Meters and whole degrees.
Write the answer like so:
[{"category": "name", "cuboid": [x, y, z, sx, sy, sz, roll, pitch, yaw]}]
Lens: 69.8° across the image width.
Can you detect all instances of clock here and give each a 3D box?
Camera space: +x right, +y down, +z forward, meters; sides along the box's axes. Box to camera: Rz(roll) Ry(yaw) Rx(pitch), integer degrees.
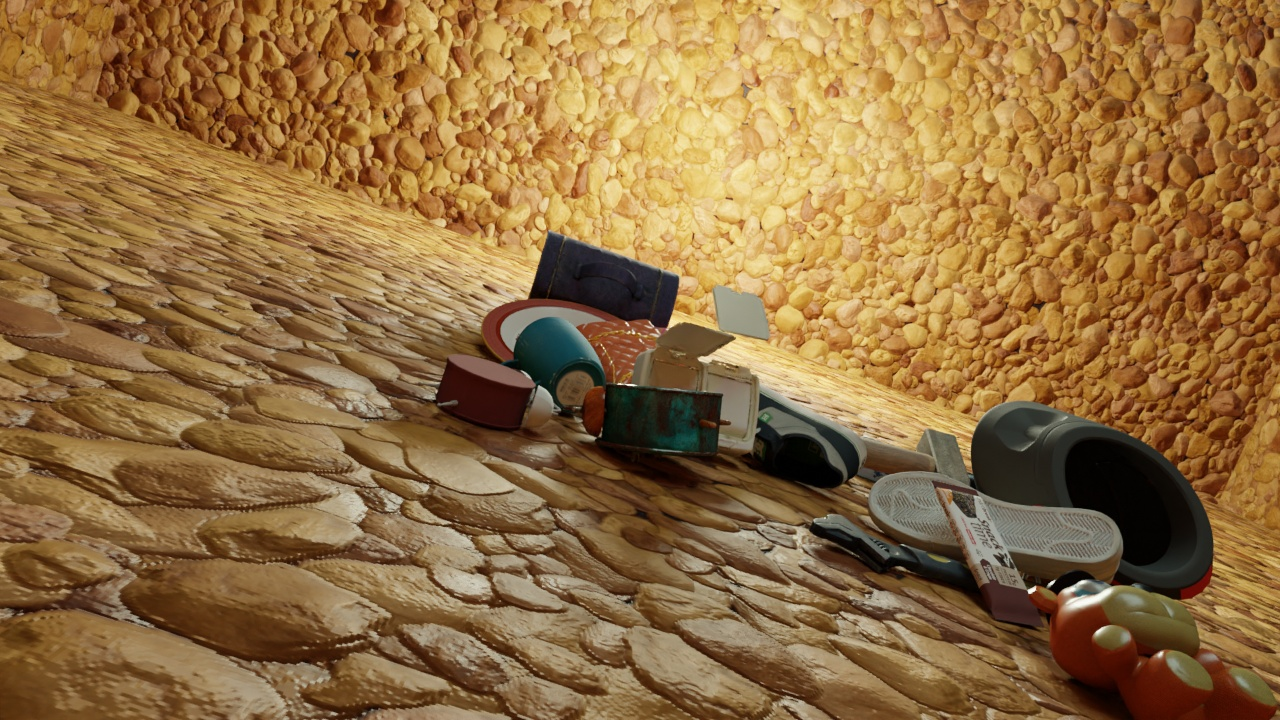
[{"category": "clock", "cuboid": [-0.133, 0.031, 0.844, 0.124, 0.044, 0.087, 15, 9, -32]}, {"category": "clock", "cuboid": [0.001, 0.060, 0.887, 0.158, 0.073, 0.121, 6, -1, 14]}]

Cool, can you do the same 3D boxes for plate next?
[{"category": "plate", "cuboid": [-0.093, -0.017, 1.187, 0.229, 0.021, 0.229, 12, 28, -7]}]

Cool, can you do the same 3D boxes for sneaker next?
[{"category": "sneaker", "cuboid": [0.350, 0.181, 0.927, 0.243, 0.089, 0.091, 9, -36, 31]}, {"category": "sneaker", "cuboid": [0.138, 0.084, 1.065, 0.235, 0.084, 0.078, 21, 28, 26]}]

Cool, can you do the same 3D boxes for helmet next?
[{"category": "helmet", "cuboid": [0.478, 0.157, 1.014, 0.264, 0.164, 0.170, 53, -15, 18]}]

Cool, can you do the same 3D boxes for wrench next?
[{"category": "wrench", "cuboid": [0.278, 0.192, 0.843, 0.273, 0.022, 0.073, 18, 14, -12]}]

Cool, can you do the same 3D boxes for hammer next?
[{"category": "hammer", "cuboid": [0.260, 0.115, 1.146, 0.301, 0.037, 0.157, 14, 31, -2]}]

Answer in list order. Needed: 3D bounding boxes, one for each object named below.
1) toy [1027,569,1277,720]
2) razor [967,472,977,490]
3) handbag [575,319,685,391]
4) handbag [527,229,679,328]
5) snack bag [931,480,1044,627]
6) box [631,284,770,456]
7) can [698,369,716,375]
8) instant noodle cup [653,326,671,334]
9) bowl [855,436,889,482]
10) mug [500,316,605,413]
[{"category": "toy", "cuboid": [0.363, 0.215, 0.681, 0.112, 0.096, 0.176, 17, -3, -18]}, {"category": "razor", "cuboid": [0.479, 0.194, 1.266, 0.151, 0.054, 0.067, 22, -11, -31]}, {"category": "handbag", "cuboid": [-0.006, 0.007, 1.100, 0.108, 0.060, 0.172, -3, 33, -27]}, {"category": "handbag", "cuboid": [-0.064, -0.098, 1.377, 0.205, 0.125, 0.222, 18, -17, -11]}, {"category": "snack bag", "cuboid": [0.319, 0.174, 0.847, 0.057, 0.013, 0.157, 15, 37, -19]}, {"category": "box", "cuboid": [0.079, -0.006, 0.980, 0.143, 0.192, 0.107, 12, -16, -19]}, {"category": "can", "cuboid": [0.122, 0.050, 1.320, 0.116, 0.056, 0.092, 21, 7, 10]}, {"category": "instant noodle cup", "cuboid": [-0.018, -0.013, 1.293, 0.109, 0.098, 0.097, 14, 7, 7]}, {"category": "bowl", "cuboid": [0.323, 0.136, 1.268, 0.114, 0.045, 0.114, 19, 8, -3]}, {"category": "mug", "cuboid": [-0.098, 0.013, 0.986, 0.112, 0.084, 0.104, -14, 27, -20]}]
